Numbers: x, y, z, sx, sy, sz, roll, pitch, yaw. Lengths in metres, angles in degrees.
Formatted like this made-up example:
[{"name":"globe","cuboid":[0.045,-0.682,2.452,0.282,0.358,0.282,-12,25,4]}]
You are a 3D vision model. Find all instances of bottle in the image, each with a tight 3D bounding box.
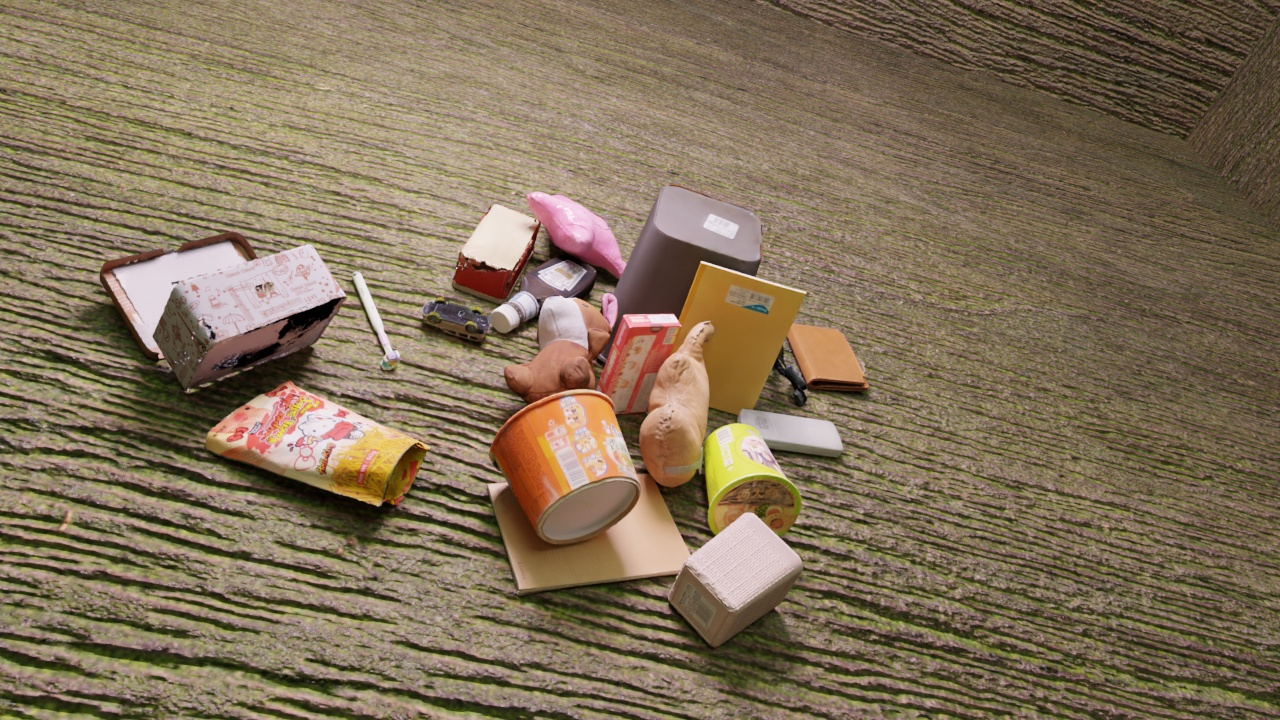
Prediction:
[{"name":"bottle","cuboid":[-0.142,-0.094,1.321,0.080,0.044,0.194,30,39,16]}]

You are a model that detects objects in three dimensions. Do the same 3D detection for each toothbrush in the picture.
[{"name":"toothbrush","cuboid":[-0.348,-0.057,1.196,0.020,0.029,0.189,45,9,-51]},{"name":"toothbrush","cuboid":[0.190,0.006,1.293,0.014,0.189,0.016,2,54,43]}]

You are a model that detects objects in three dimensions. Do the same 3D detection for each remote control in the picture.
[{"name":"remote control","cuboid":[0.206,0.101,1.267,0.150,0.021,0.058,9,39,-16]}]

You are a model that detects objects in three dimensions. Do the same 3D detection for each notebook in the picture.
[{"name":"notebook","cuboid":[0.115,-0.023,1.223,0.146,0.207,0.010,16,31,-7]},{"name":"notebook","cuboid":[-0.057,0.190,1.042,0.211,0.012,0.149,0,41,-26]}]

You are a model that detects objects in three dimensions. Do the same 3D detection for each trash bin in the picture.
[{"name":"trash bin","cuboid":[0.064,-0.104,1.288,0.198,0.220,0.198,18,36,-5]}]

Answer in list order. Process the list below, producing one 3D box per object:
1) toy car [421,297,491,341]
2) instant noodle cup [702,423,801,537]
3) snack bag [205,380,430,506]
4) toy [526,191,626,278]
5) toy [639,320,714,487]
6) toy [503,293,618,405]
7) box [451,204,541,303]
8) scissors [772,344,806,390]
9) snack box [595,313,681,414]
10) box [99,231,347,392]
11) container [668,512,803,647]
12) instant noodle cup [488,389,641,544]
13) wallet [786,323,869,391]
[{"name":"toy car","cuboid":[-0.247,-0.054,1.226,0.090,0.035,0.042,17,36,-6]},{"name":"instant noodle cup","cuboid":[0.126,0.143,1.117,0.111,0.112,0.123,10,31,-15]},{"name":"snack bag","cuboid":[-0.344,0.089,0.995,0.208,0.073,0.128,20,37,10]},{"name":"toy","cuboid":[-0.104,-0.206,1.408,0.194,0.075,0.178,30,16,-52]},{"name":"toy","cuboid":[0.052,0.052,1.150,0.082,0.144,0.225,11,49,5]},{"name":"toy","cuboid":[-0.101,-0.020,1.181,0.140,0.130,0.199,-4,34,19]},{"name":"box","cuboid":[-0.209,-0.167,1.348,0.091,0.077,0.168,20,37,-3]},{"name":"scissors","cuboid":[0.202,-0.006,1.313,0.165,0.014,0.163,48,-6,-17]},{"name":"snack box","cuboid":[-0.007,0.007,1.171,0.075,0.153,0.025,-3,43,-29]},{"name":"box","cuboid":[-0.475,-0.088,1.050,0.180,0.158,0.205,-27,77,-44]},{"name":"container","cuboid":[0.099,0.239,0.995,0.110,0.090,0.090,-24,56,-39]},{"name":"instant noodle cup","cuboid":[-0.075,0.121,0.998,0.151,0.152,0.111,-6,51,-32]},{"name":"wallet","cuboid":[0.290,-0.005,1.430,0.107,0.031,0.131,4,41,-17]}]
